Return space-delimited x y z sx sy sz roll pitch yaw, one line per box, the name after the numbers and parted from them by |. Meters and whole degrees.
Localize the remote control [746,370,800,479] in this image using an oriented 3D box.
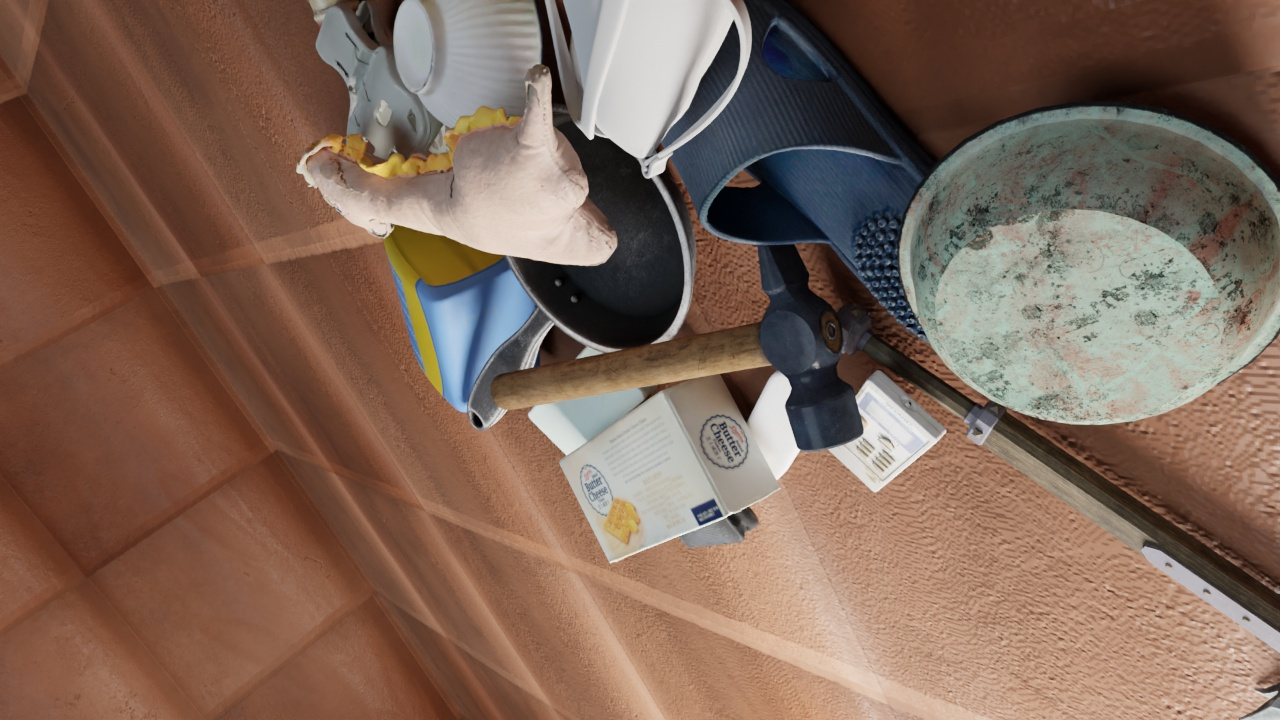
0.100 0.048 0.666 0.043 0.013 0.137 42 150 17 | remote control

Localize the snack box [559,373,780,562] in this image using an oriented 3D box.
0.015 0.092 0.748 0.104 0.057 0.208 63 147 7 | snack box

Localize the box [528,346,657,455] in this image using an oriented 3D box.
-0.042 0.033 0.820 0.083 0.066 0.199 65 152 13 | box

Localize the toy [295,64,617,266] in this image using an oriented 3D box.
-0.138 -0.131 0.609 0.264 0.065 0.196 18 150 24 | toy

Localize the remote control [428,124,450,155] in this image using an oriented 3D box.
-0.158 -0.191 0.752 0.143 0.024 0.050 40 145 22 | remote control

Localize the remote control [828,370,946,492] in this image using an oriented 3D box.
0.146 0.048 0.567 0.050 0.011 0.136 44 165 14 | remote control

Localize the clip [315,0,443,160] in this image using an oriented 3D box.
-0.189 -0.207 0.717 0.126 0.096 0.152 -37 66 49 | clip

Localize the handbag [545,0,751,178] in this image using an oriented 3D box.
-0.020 -0.182 0.445 0.223 0.095 0.215 117 140 -65 | handbag

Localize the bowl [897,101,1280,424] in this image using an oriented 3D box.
0.183 -0.027 0.387 0.157 0.038 0.158 19 137 18 | bowl

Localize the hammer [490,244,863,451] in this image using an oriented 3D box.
-0.004 0.004 0.628 0.323 0.040 0.129 -11 98 46 | hammer

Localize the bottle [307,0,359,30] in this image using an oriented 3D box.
-0.256 -0.305 0.744 0.044 0.044 0.109 15 135 48 | bottle

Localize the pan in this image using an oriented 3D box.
-0.069 -0.044 0.707 0.187 0.055 0.358 46 141 8 | pan

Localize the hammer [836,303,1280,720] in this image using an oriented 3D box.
0.230 0.062 0.482 0.317 0.028 0.147 38 149 22 | hammer

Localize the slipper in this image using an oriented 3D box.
0.077 -0.094 0.468 0.263 0.082 0.101 46 148 10 | slipper

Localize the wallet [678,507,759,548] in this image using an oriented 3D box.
0.046 0.128 0.822 0.089 0.026 0.115 51 152 -3 | wallet

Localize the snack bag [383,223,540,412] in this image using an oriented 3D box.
-0.188 -0.077 0.858 0.205 0.102 0.159 46 152 32 | snack bag

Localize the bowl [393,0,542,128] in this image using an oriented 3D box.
-0.121 -0.205 0.602 0.118 0.062 0.118 19 115 49 | bowl
